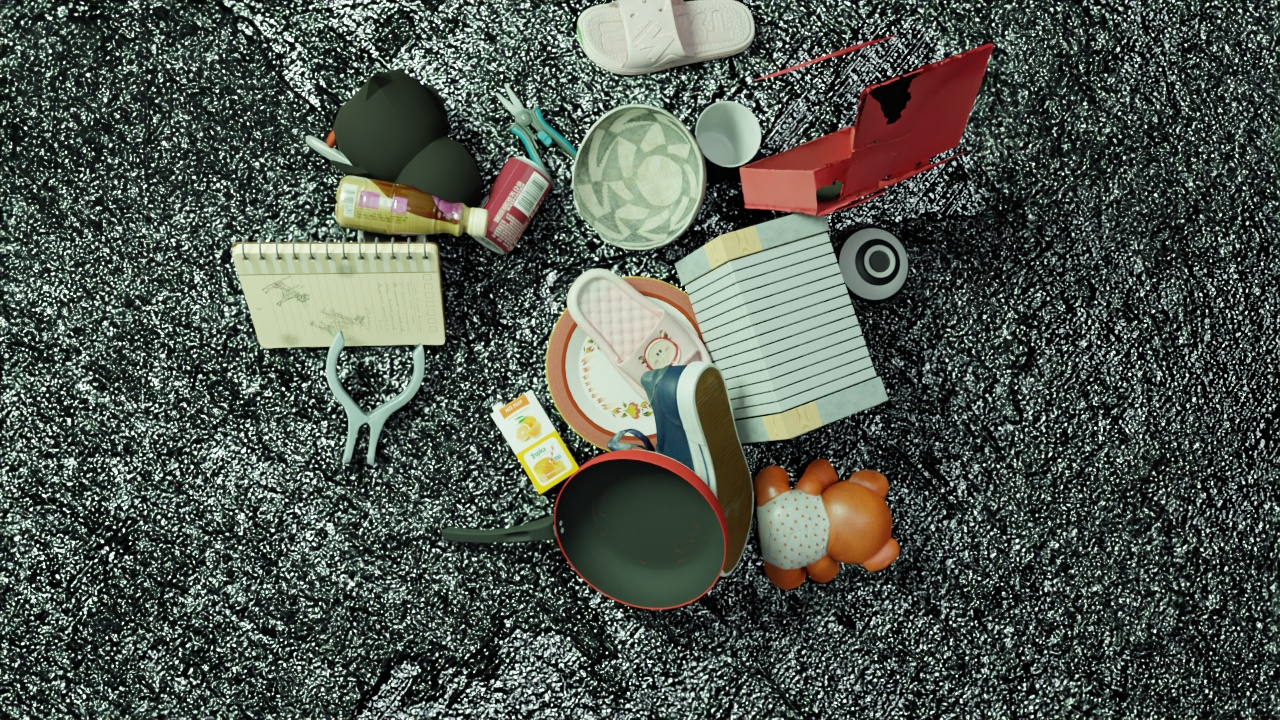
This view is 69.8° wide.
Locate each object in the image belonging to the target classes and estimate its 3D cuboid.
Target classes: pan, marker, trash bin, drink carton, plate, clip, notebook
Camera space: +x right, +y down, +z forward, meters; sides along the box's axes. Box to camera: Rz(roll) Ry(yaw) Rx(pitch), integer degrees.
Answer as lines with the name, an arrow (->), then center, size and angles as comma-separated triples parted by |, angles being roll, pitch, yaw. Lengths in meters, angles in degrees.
pan -> -0.069, 0.201, 1.106 | 0.357, 0.067, 0.209 | -1, 113, 19
marker -> -0.360, -0.240, 1.153 | 0.138, 0.016, 0.022 | 31, 106, -4
trash bin -> 0.170, -0.038, 1.138 | 0.142, 0.143, 0.247 | -18, 89, -20
drink carton -> -0.134, 0.099, 1.150 | 0.058, 0.040, 0.122 | -32, 91, -9
plate -> -0.007, 0.007, 1.183 | 0.229, 0.021, 0.229 | 1, 86, -8
clip -> -0.354, 0.033, 1.107 | 0.158, 0.030, 0.173 | 27, 88, -18
notebook -> -0.348, -0.077, 1.078 | 0.225, 0.168, 0.024 | -1, 48, -8

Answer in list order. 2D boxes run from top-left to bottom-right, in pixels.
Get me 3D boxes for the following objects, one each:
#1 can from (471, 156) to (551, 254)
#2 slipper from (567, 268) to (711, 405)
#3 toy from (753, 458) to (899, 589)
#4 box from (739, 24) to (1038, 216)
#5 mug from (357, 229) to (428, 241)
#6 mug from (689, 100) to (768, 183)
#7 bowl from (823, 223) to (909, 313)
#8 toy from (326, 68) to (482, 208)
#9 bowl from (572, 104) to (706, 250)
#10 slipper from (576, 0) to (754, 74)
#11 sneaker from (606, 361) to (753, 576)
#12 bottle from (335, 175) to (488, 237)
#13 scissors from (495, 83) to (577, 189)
can -> -0.164, -0.195, 1.152 | 0.063, 0.063, 0.114 | 31, 83, -5
slipper -> 0.003, -0.027, 1.146 | 0.221, 0.056, 0.106 | 44, 80, -5
toy -> 0.237, 0.209, 1.178 | 0.172, 0.093, 0.163 | -7, 85, 4
box -> 0.284, -0.246, 1.060 | 0.210, 0.319, 0.121 | -25, 92, -28
mug -> -0.310, -0.135, 1.114 | 0.105, 0.090, 0.073 | -41, 93, -9
mug -> 0.118, -0.270, 1.182 | 0.121, 0.094, 0.085 | 23, 84, -6
bowl -> 0.304, -0.126, 1.214 | 0.120, 0.066, 0.120 | 1, 86, -8
toy -> -0.267, -0.248, 1.100 | 0.184, 0.140, 0.158 | 46, 70, -7
bowl -> 0.010, -0.229, 1.159 | 0.179, 0.081, 0.178 | 6, 104, 25
slipper -> 0.039, -0.433, 1.197 | 0.239, 0.064, 0.094 | -8, 88, -10
sneaker -> 0.054, 0.137, 1.137 | 0.120, 0.127, 0.295 | -39, 123, -45
bottle -> -0.258, -0.169, 1.047 | 0.166, 0.060, 0.059 | 8, 85, -9
scissors -> -0.130, -0.288, 1.186 | 0.148, 0.019, 0.123 | 14, 88, -2
